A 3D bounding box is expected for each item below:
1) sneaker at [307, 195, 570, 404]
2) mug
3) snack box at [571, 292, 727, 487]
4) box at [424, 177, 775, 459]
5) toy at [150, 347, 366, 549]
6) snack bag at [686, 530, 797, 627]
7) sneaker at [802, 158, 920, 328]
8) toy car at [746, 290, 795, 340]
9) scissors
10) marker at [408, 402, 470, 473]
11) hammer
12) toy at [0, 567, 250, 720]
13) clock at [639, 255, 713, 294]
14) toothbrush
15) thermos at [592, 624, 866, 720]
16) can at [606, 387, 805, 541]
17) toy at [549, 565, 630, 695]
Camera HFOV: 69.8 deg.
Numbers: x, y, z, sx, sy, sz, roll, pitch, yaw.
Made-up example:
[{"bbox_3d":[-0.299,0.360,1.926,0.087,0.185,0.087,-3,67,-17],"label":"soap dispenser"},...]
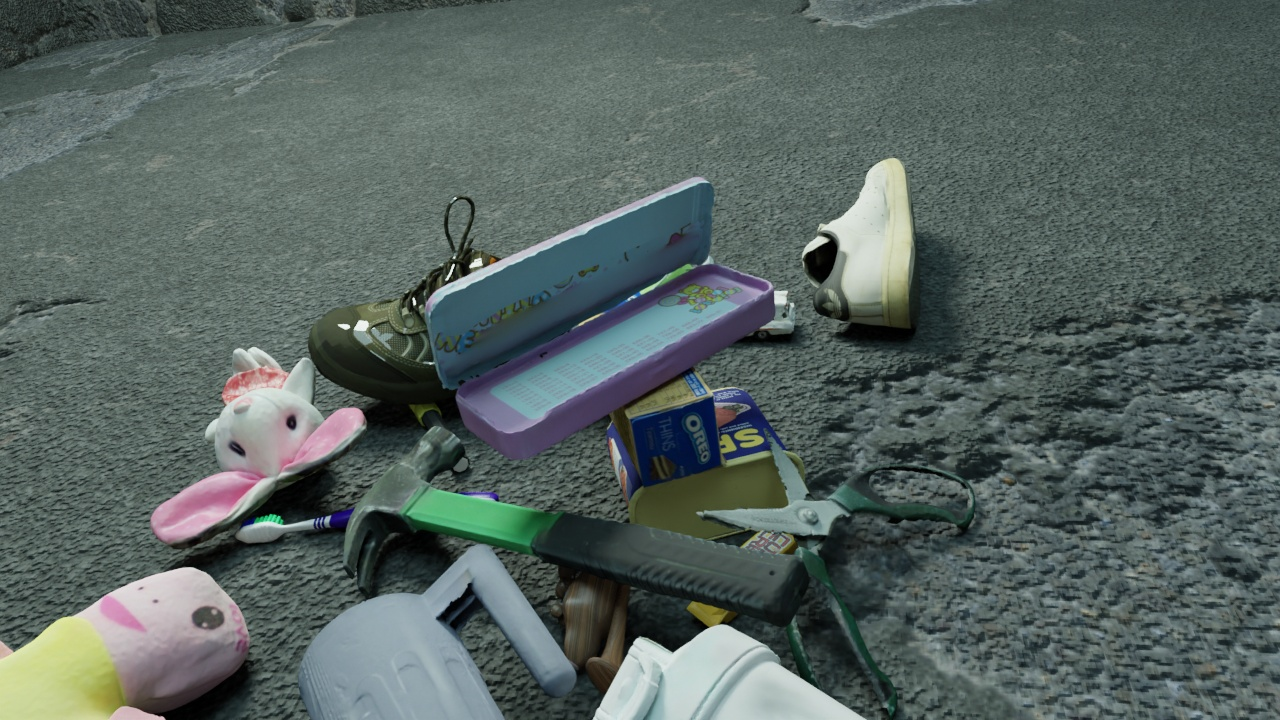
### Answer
[{"bbox_3d":[-0.151,-0.046,0.731,0.238,0.143,0.101,-4,38,-6],"label":"sneaker"},{"bbox_3d":[-0.098,0.165,0.453,0.124,0.084,0.104,-44,41,-8],"label":"mug"},{"bbox_3d":[-0.004,0.004,0.634,0.057,0.056,0.206,-16,30,-9],"label":"snack box"},{"bbox_3d":[-0.020,-0.038,0.557,0.213,0.093,0.089,-28,34,-28],"label":"box"},{"bbox_3d":[-0.285,0.051,0.702,0.159,0.084,0.194,-28,35,-5],"label":"toy"},{"bbox_3d":[0.068,0.126,0.557,0.099,0.020,0.026,-32,40,-34],"label":"snack bag"},{"bbox_3d":[0.205,-0.107,0.857,0.102,0.089,0.240,-6,34,18],"label":"sneaker"},{"bbox_3d":[0.079,-0.042,0.811,0.113,0.039,0.039,0,32,13],"label":"toy car"},{"bbox_3d":[0.132,0.119,0.527,0.201,0.015,0.201,3,47,-19],"label":"scissors"},{"bbox_3d":[-0.165,0.051,0.733,0.021,0.017,0.124,27,10,-39],"label":"marker"},{"bbox_3d":[-0.054,0.104,0.537,0.319,0.032,0.129,4,38,36],"label":"hammer"},{"bbox_3d":[-0.312,0.194,0.468,0.190,0.088,0.237,3,30,27],"label":"toy"},{"bbox_3d":[0.008,-0.056,0.823,0.119,0.042,0.094,-34,24,19],"label":"clock"},{"bbox_3d":[-0.193,0.109,0.649,0.186,0.015,0.016,-8,27,-1],"label":"toothbrush"},{"bbox_3d":[0.083,0.189,0.382,0.221,0.099,0.099,21,41,33],"label":"thermos"},{"bbox_3d":[0.040,0.070,0.622,0.116,0.057,0.092,-13,30,-8],"label":"can"},{"bbox_3d":[-0.026,0.144,0.527,0.055,0.041,0.101,-16,34,20],"label":"toy"}]
